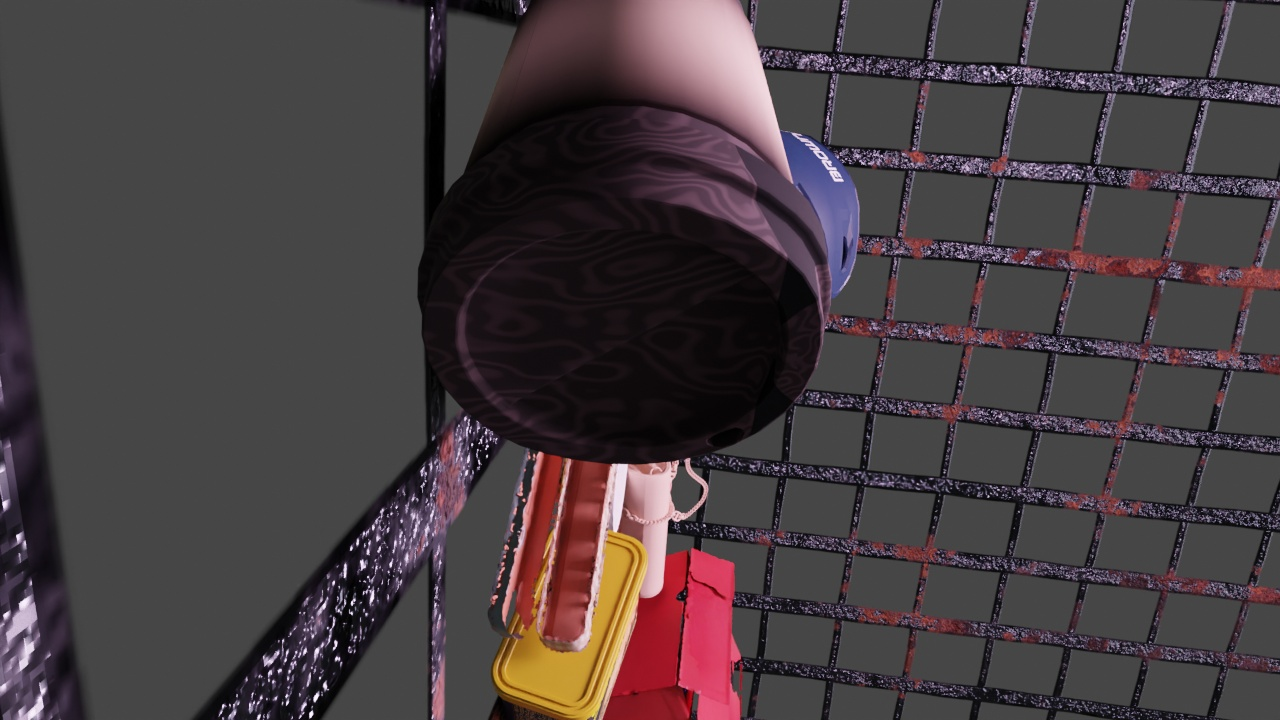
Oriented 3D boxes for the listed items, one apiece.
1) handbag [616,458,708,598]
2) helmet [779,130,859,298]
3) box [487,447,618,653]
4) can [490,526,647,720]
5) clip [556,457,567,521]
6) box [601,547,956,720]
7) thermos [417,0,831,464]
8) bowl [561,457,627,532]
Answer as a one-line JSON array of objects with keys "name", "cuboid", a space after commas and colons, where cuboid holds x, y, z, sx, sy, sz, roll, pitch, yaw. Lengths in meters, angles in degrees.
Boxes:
[{"name": "handbag", "cuboid": [0.036, 0.134, 0.981, 0.116, 0.186, 0.199, 35, -49, 48]}, {"name": "helmet", "cuboid": [0.089, -0.116, 0.986, 0.222, 0.232, 0.273, -22, 136, -45]}, {"name": "box", "cuboid": [-0.052, 0.102, 0.631, 0.054, 0.078, 0.186, -30, -138, 44]}, {"name": "can", "cuboid": [-0.048, 0.203, 0.665, 0.104, 0.075, 0.134, 94, 15, -51]}, {"name": "clip", "cuboid": [-0.067, 0.095, 0.687, 0.048, 0.045, 0.054, 36, 55, -55]}, {"name": "box", "cuboid": [0.123, 0.306, 0.949, 0.211, 0.410, 0.108, -76, 171, -65]}, {"name": "thermos", "cuboid": [-0.005, -0.088, 0.442, 0.173, 0.173, 0.225, 90, 1, -49]}, {"name": "bowl", "cuboid": [-0.042, 0.103, 0.839, 0.105, 0.054, 0.105, 10, 87, -87]}]
